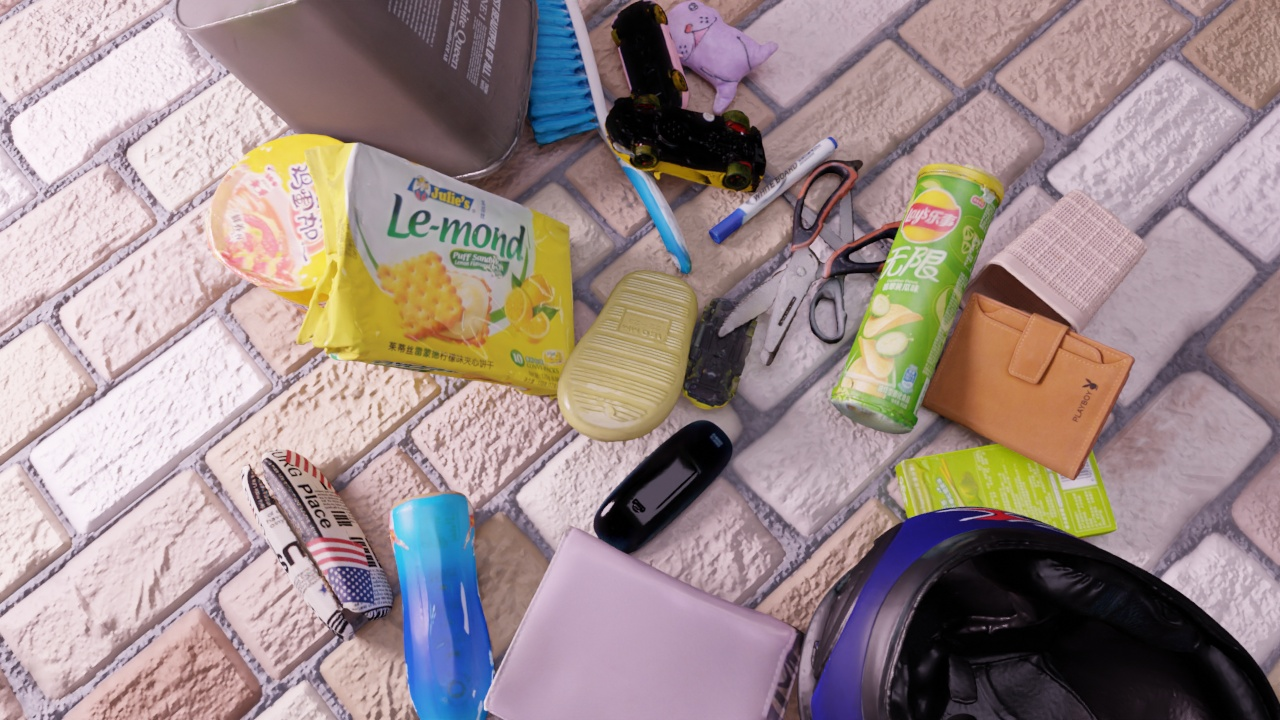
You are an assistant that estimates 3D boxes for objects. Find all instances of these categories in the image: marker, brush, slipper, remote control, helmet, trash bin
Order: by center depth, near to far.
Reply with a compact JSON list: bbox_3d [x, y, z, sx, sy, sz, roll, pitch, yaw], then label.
[{"bbox_3d":[0.218,0.223,0.582,0.315,0.241,0.246,35,73,-10],"label":"helmet"},{"bbox_3d":[-0.221,-0.275,0.741,0.199,0.219,0.198,-3,71,23],"label":"trash bin"},{"bbox_3d":[0.019,0.101,0.748,0.136,0.024,0.053,-42,77,-12],"label":"remote control"},{"bbox_3d":[-0.004,0.004,0.753,0.092,0.082,0.190,16,46,8],"label":"slipper"},{"bbox_3d":[0.121,-0.155,0.829,0.145,0.017,0.017,-39,76,-9],"label":"marker"},{"bbox_3d":[-0.045,-0.212,0.837,0.109,0.061,0.314,-13,75,-7],"label":"brush"}]

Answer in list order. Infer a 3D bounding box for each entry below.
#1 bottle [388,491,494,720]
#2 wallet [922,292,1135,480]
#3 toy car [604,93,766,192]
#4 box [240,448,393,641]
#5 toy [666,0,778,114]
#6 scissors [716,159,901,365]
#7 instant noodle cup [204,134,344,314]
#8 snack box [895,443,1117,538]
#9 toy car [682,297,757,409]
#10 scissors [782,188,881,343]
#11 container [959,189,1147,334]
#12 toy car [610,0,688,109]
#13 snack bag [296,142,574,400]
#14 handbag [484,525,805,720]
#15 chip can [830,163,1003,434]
[{"bbox_3d":[-0.147,0.211,0.692,0.065,0.065,0.218,-10,72,-3],"label":"bottle"},{"bbox_3d":[0.302,0.017,0.722,0.132,0.031,0.108,30,111,32],"label":"wallet"},{"bbox_3d":[0.041,-0.192,0.815,0.155,0.041,0.071,8,65,-16],"label":"toy car"},{"bbox_3d":[-0.247,0.135,0.719,0.080,0.075,0.163,-30,72,-19],"label":"box"},{"bbox_3d":[0.064,-0.293,0.867,0.108,0.039,0.084,41,98,11],"label":"toy"},{"bbox_3d":[0.156,-0.090,0.796,0.221,0.015,0.189,-8,67,-5],"label":"scissors"},{"bbox_3d":[-0.270,-0.102,0.771,0.138,0.110,0.138,0,72,0],"label":"instant noodle cup"},{"bbox_3d":[0.293,0.111,0.740,0.156,0.026,0.085,-10,72,-3],"label":"snack box"},{"bbox_3d":[0.067,-0.006,0.778,0.048,0.032,0.105,18,62,5],"label":"toy car"},{"bbox_3d":[0.187,-0.093,0.814,0.159,0.014,0.180,18,72,7],"label":"scissors"},{"bbox_3d":[0.346,-0.072,0.767,0.110,0.090,0.090,-42,77,-14],"label":"container"},{"bbox_3d":[0.011,-0.277,0.857,0.056,0.037,0.122,-20,76,23],"label":"toy car"},{"bbox_3d":[-0.149,-0.057,0.713,0.068,0.246,0.158,-17,69,37],"label":"snack bag"},{"bbox_3d":[0.006,0.227,0.669,0.197,0.098,0.144,22,75,9],"label":"handbag"},{"bbox_3d":[0.225,-0.049,0.751,0.072,0.072,0.221,22,84,7],"label":"chip can"}]
